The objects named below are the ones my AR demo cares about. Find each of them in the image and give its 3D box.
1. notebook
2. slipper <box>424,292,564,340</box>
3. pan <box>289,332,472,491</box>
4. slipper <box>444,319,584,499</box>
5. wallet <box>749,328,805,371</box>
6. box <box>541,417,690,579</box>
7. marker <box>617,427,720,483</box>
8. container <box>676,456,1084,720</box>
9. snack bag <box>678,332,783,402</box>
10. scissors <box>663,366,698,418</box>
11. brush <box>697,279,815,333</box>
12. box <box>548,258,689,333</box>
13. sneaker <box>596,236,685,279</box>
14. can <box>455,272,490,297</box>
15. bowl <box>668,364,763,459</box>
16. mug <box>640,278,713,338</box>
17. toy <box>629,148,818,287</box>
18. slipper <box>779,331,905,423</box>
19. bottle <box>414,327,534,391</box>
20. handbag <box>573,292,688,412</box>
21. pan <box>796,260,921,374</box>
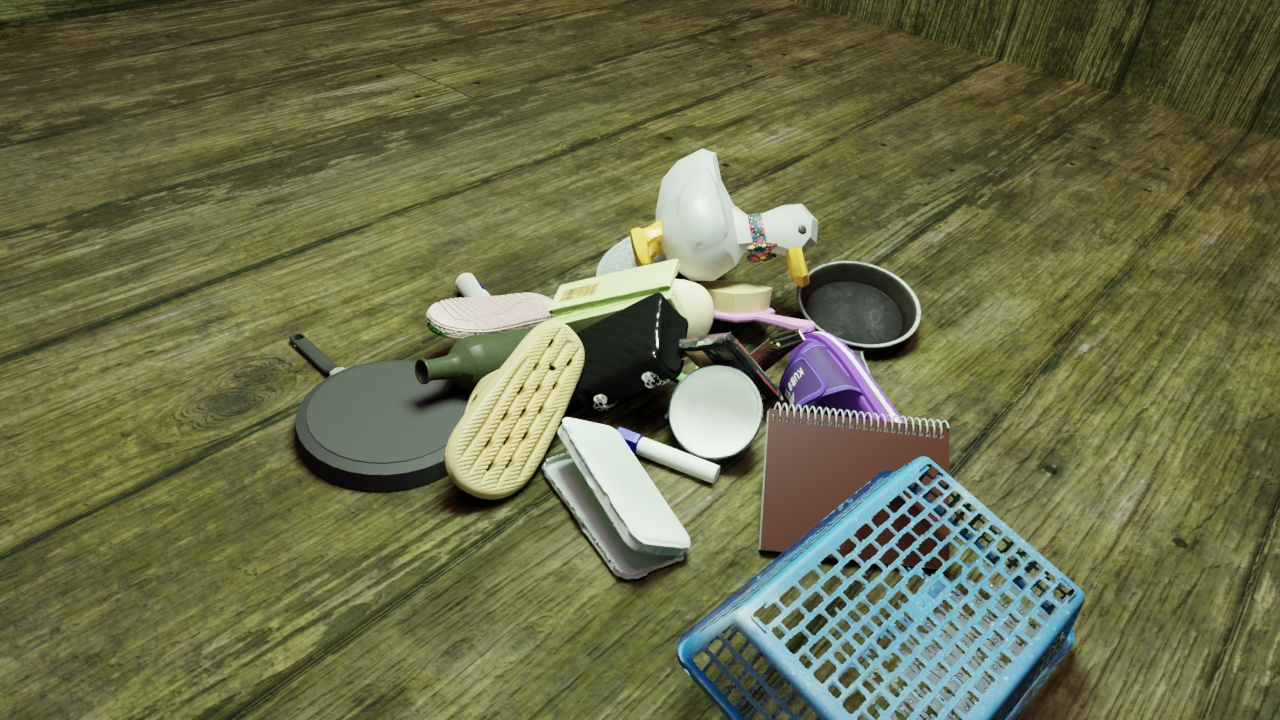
[{"bbox_3d":[0.245,0.140,1.044,0.209,0.022,0.171,6,72,0],"label":"notebook"},{"bbox_3d":[-0.199,-0.046,1.283,0.094,0.064,0.238,30,25,26],"label":"slipper"},{"bbox_3d":[-0.353,0.041,1.164,0.224,0.034,0.356,-26,48,-37],"label":"pan"},{"bbox_3d":[-0.154,0.061,1.111,0.111,0.079,0.260,45,53,-20],"label":"slipper"},{"bbox_3d":[0.157,0.001,1.217,0.072,0.123,0.019,-18,72,-40],"label":"wallet"},{"bbox_3d":[-0.021,0.140,1.036,0.122,0.083,0.215,-20,43,-26],"label":"box"},{"bbox_3d":[0.032,0.115,1.121,0.133,0.027,0.023,19,59,18],"label":"marker"},{"bbox_3d":[0.246,0.247,0.860,0.361,0.089,0.257,-29,62,-35],"label":"container"},{"bbox_3d":[0.115,0.013,1.168,0.075,0.155,0.018,-7,54,34],"label":"snack bag"},{"bbox_3d":[0.071,0.027,1.259,0.159,0.025,0.171,-11,43,-32],"label":"scissors"},{"bbox_3d":[0.165,-0.080,1.328,0.089,0.043,0.229,-11,17,-32],"label":"brush"},{"bbox_3d":[-0.026,-0.067,1.260,0.188,0.083,0.091,-10,30,24],"label":"box"},{"bbox_3d":[0.041,-0.162,1.458,0.235,0.089,0.087,-16,-1,-6],"label":"sneaker"},{"bbox_3d":[-0.243,-0.095,1.367,0.032,0.032,0.095,-16,41,-28],"label":"can"},{"bbox_3d":[0.100,0.068,1.148,0.118,0.118,0.062,23,-3,22],"label":"bowl"},{"bbox_3d":[0.047,-0.073,1.330,0.099,0.096,0.120,-3,21,-30],"label":"mug"},{"bbox_3d":[0.118,-0.195,1.344,0.267,0.141,0.246,-18,79,4],"label":"toy"},{"bbox_3d":[0.242,0.062,1.165,0.084,0.107,0.266,-11,43,-22],"label":"slipper"},{"bbox_3d":[-0.190,0.000,1.172,0.206,0.072,0.071,-10,37,-44],"label":"bottle"},{"bbox_3d":[-0.007,0.007,1.190,0.154,0.114,0.124,-22,40,26],"label":"handbag"},{"bbox_3d":[0.316,-0.024,1.338,0.187,0.055,0.355,10,48,4],"label":"pan"}]
